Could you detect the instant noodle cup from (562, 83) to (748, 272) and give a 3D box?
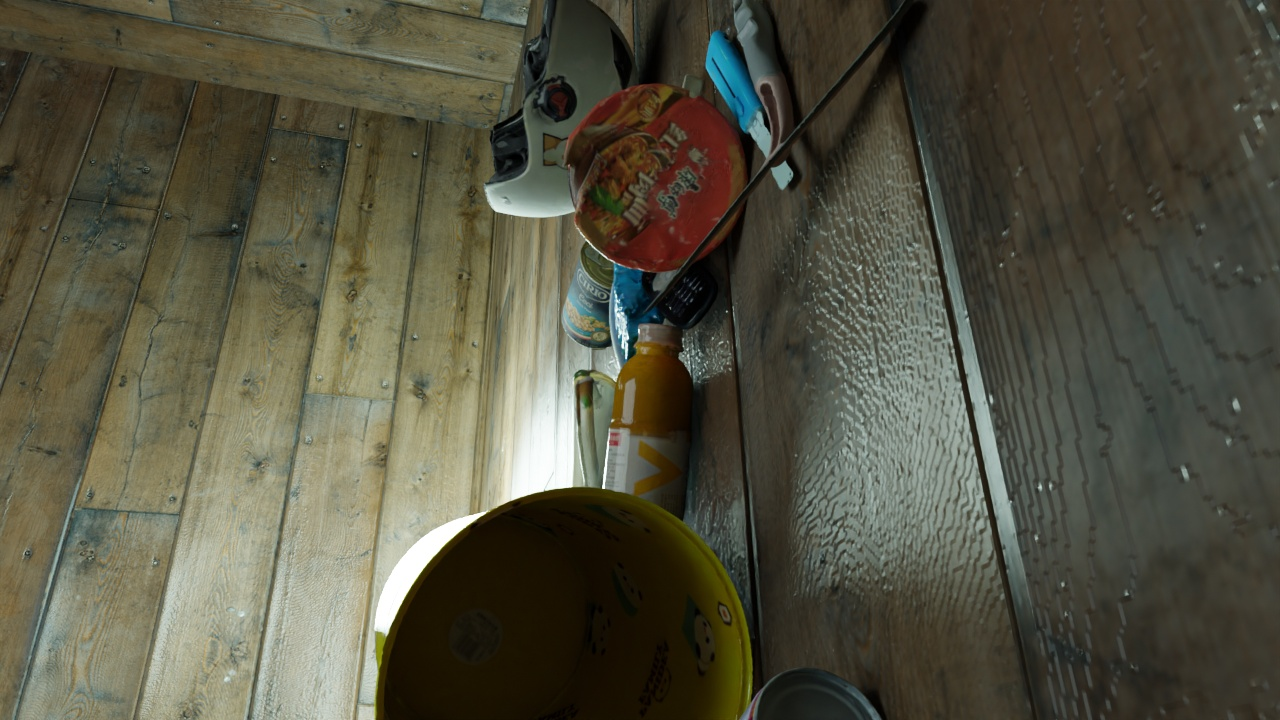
[{"bbox_3d":[0.009,-0.139,0.729,0.108,0.138,0.138,-128,45,-83],"label":"instant noodle cup"}]

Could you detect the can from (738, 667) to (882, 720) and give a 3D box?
[{"bbox_3d":[0.070,0.198,0.437,0.066,0.066,0.094,-98,20,-46],"label":"can"}]

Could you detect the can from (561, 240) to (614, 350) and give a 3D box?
[{"bbox_3d":[-0.038,-0.072,0.978,0.111,0.075,0.075,115,157,-53],"label":"can"}]

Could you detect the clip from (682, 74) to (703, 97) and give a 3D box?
[{"bbox_3d":[0.034,-0.206,0.840,0.071,0.034,0.100,143,136,-73],"label":"clip"}]

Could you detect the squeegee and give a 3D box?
[{"bbox_3d":[0.084,-0.185,0.618,0.248,0.040,0.249,-49,27,38],"label":"squeegee"}]

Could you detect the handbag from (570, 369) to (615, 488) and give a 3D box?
[{"bbox_3d":[-0.040,0.092,0.868,0.179,0.063,0.163,89,180,-67],"label":"handbag"}]

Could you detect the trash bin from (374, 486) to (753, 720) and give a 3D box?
[{"bbox_3d":[-0.082,0.203,0.648,0.256,0.229,0.229,163,113,-67],"label":"trash bin"}]

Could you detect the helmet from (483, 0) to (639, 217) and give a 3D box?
[{"bbox_3d":[-0.080,-0.289,1.082,0.229,0.156,0.275,-104,36,-60],"label":"helmet"}]

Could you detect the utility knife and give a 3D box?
[{"bbox_3d":[0.080,-0.188,0.680,0.237,0.018,0.034,-103,24,-50],"label":"utility knife"}]

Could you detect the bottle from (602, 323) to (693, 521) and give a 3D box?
[{"bbox_3d":[0.007,0.065,0.746,0.068,0.068,0.189,170,106,-76],"label":"bottle"}]

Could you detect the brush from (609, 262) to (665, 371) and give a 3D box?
[{"bbox_3d":[-0.005,0.005,0.829,0.110,0.060,0.313,105,170,-53],"label":"brush"}]

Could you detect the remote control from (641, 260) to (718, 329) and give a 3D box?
[{"bbox_3d":[0.035,-0.060,0.760,0.053,0.024,0.136,-54,26,10],"label":"remote control"}]
